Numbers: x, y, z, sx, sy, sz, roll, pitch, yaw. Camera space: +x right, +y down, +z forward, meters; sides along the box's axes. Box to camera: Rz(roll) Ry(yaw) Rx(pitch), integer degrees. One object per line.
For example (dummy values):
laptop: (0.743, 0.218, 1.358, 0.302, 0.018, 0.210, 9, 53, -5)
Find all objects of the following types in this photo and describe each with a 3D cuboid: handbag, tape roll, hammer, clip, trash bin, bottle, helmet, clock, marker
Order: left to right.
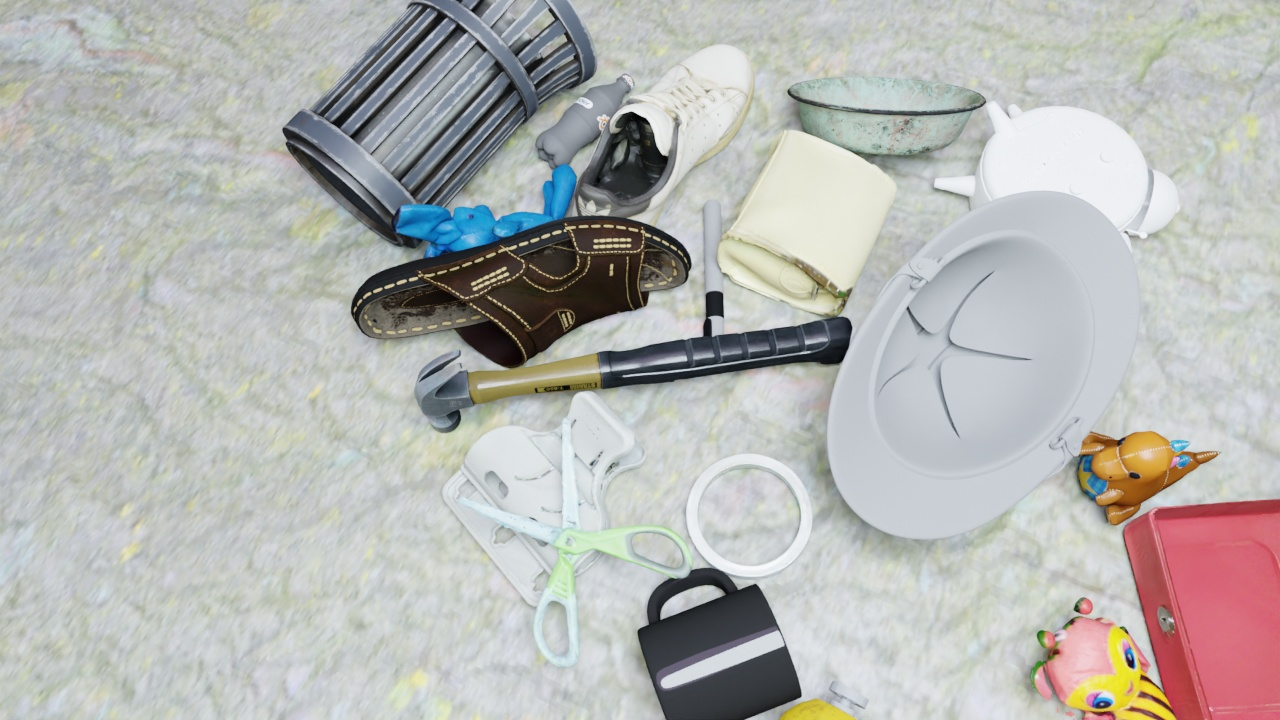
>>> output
trash bin: (-0.172, -0.221, 0.775, 0.164, 0.164, 0.227, 35, 78, 18)
clip: (-0.065, 0.093, 0.686, 0.142, 0.073, 0.124, -43, 72, -2)
bottle: (-0.047, -0.218, 0.824, 0.036, 0.036, 0.109, 39, 76, 19)
hammer: (-0.004, 0.004, 0.695, 0.333, 0.118, 0.025, -8, 68, -4)
marker: (0.061, -0.071, 0.762, 0.016, 0.016, 0.140, -1, 67, 5)
tape roll: (0.081, 0.115, 0.681, 0.093, 0.013, 0.093, -2, 67, 5)
bottle: (0.098, 0.283, 0.576, 0.071, 0.071, 0.163, 25, 73, 15)
handbag: (0.132, -0.107, 0.739, 0.111, 0.081, 0.119, 26, 70, 8)
helmet: (0.223, 0.000, 0.667, 0.271, 0.118, 0.183, -45, 101, -7)
clock: (0.336, -0.142, 0.734, 0.125, 0.073, 0.161, -44, 70, -13)

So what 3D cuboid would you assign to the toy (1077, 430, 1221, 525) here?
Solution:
toy: (0.356, 0.069, 0.631, 0.103, 0.090, 0.070, -13, 68, 5)

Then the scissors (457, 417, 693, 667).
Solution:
scissors: (-0.050, 0.129, 0.636, 0.171, 0.022, 0.174, 15, 90, 9)

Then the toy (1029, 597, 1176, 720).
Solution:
toy: (0.304, 0.210, 0.601, 0.084, 0.046, 0.103, -28, 76, -31)

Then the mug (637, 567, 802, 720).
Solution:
mug: (0.046, 0.191, 0.625, 0.088, 0.078, 0.113, -20, 39, -3)

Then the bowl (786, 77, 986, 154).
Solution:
bowl: (0.199, -0.202, 0.758, 0.157, 0.039, 0.157, 0, 26, 0)

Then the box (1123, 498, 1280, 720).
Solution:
box: (0.406, 0.160, 0.578, 0.169, 0.153, 0.157, -20, 60, 30)

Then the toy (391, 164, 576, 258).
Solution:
toy: (-0.122, -0.107, 0.759, 0.176, 0.113, 0.071, -26, 79, -32)

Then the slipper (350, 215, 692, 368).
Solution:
slipper: (-0.088, -0.046, 0.716, 0.268, 0.113, 0.075, -11, 66, -4)

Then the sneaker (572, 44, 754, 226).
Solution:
sneaker: (0.015, -0.196, 0.773, 0.089, 0.102, 0.241, 28, 71, 16)
